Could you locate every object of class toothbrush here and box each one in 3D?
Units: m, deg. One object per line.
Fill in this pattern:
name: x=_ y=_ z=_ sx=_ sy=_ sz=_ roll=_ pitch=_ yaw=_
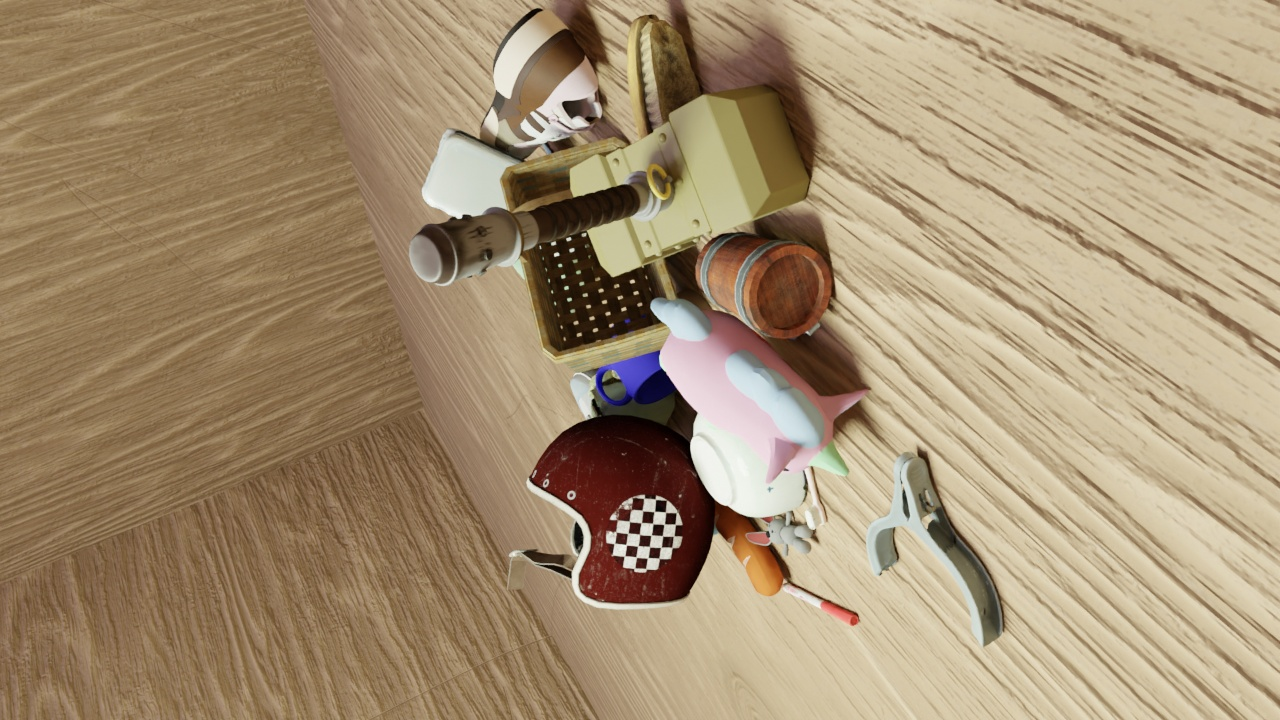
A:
toothbrush: x=0.159 y=0.088 z=0.919 sx=0.016 sy=0.018 sz=0.181 roll=13 pitch=123 yaw=58

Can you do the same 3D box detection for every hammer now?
hammer: x=-0.036 y=-0.112 z=0.688 sx=0.191 sy=0.323 sz=0.100 roll=-17 pitch=96 yaw=43

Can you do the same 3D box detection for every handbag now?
handbag: x=-0.023 y=0.068 z=1.233 sx=0.187 sy=0.113 sz=0.116 roll=98 pitch=152 yaw=-57

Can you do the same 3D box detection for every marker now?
marker: x=0.199 y=0.272 z=1.029 sx=0.142 sy=0.012 sz=0.013 roll=5 pitch=116 yaw=68

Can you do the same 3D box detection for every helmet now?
helmet: x=-0.032 y=0.190 z=1.089 sx=0.233 sy=0.234 sz=0.253 roll=-148 pitch=66 yaw=-84

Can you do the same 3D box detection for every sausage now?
sausage: x=0.121 y=0.216 z=1.119 sx=0.164 sy=0.044 sz=0.039 roll=52 pitch=-179 yaw=36

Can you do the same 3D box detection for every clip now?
clip: x=0.233 y=0.163 z=0.798 sx=0.169 sy=0.031 sz=0.165 roll=66 pitch=159 yaw=5

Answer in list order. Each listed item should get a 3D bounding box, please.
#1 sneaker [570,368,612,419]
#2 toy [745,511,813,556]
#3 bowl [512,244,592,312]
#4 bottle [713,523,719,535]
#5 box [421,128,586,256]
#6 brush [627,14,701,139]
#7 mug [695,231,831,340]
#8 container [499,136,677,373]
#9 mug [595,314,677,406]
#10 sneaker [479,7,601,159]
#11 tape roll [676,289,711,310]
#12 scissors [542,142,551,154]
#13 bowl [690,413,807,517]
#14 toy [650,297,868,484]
sneaker: x=-0.077 y=0.133 z=1.367 sx=0.256 sy=0.160 sz=0.093 roll=53 pitch=157 yaw=29
toy: x=0.155 y=0.190 z=1.022 sx=0.112 sy=0.030 sz=0.049 roll=-179 pitch=96 yaw=-66
bowl: x=-0.117 y=-0.143 z=1.250 sx=0.151 sy=0.077 sz=0.150 roll=47 pitch=-168 yaw=-14
bottle: x=0.072 y=0.165 z=1.194 sx=0.040 sy=0.040 sz=0.130 roll=4 pitch=116 yaw=68
box: x=-0.166 y=-0.198 z=1.152 sx=0.105 sy=0.210 sz=0.130 roll=-69 pitch=15 yaw=-7
brush: x=0.030 y=-0.219 z=0.849 sx=0.043 sy=0.059 sz=0.195 roll=23 pitch=136 yaw=51
mug: x=0.112 y=-0.059 z=0.808 sx=0.117 sy=0.081 sz=0.111 roll=49 pitch=174 yaw=-28
container: x=-0.056 y=-0.125 z=0.975 sx=0.186 sy=0.157 sz=0.249 roll=76 pitch=178 yaw=-66
mug: x=-0.007 y=0.007 z=1.121 sx=0.083 sy=0.111 sz=0.079 roll=56 pitch=-170 yaw=27
sneaker: x=-0.107 y=-0.294 z=1.089 sx=0.116 sy=0.111 sz=0.294 roll=44 pitch=161 yaw=-2
tape roll: x=0.056 y=-0.031 z=1.030 sx=0.093 sy=0.030 sz=0.094 roll=52 pitch=156 yaw=35
scissors: x=-0.116 y=-0.271 z=1.245 sx=0.056 sy=0.015 sz=0.136 roll=105 pitch=144 yaw=-57
bowl: x=0.105 y=0.105 z=0.995 sx=0.153 sy=0.072 sz=0.154 roll=54 pitch=158 yaw=33
toy: x=0.093 y=0.020 z=0.840 sx=0.222 sy=0.120 sz=0.171 roll=49 pitch=169 yaw=-1
